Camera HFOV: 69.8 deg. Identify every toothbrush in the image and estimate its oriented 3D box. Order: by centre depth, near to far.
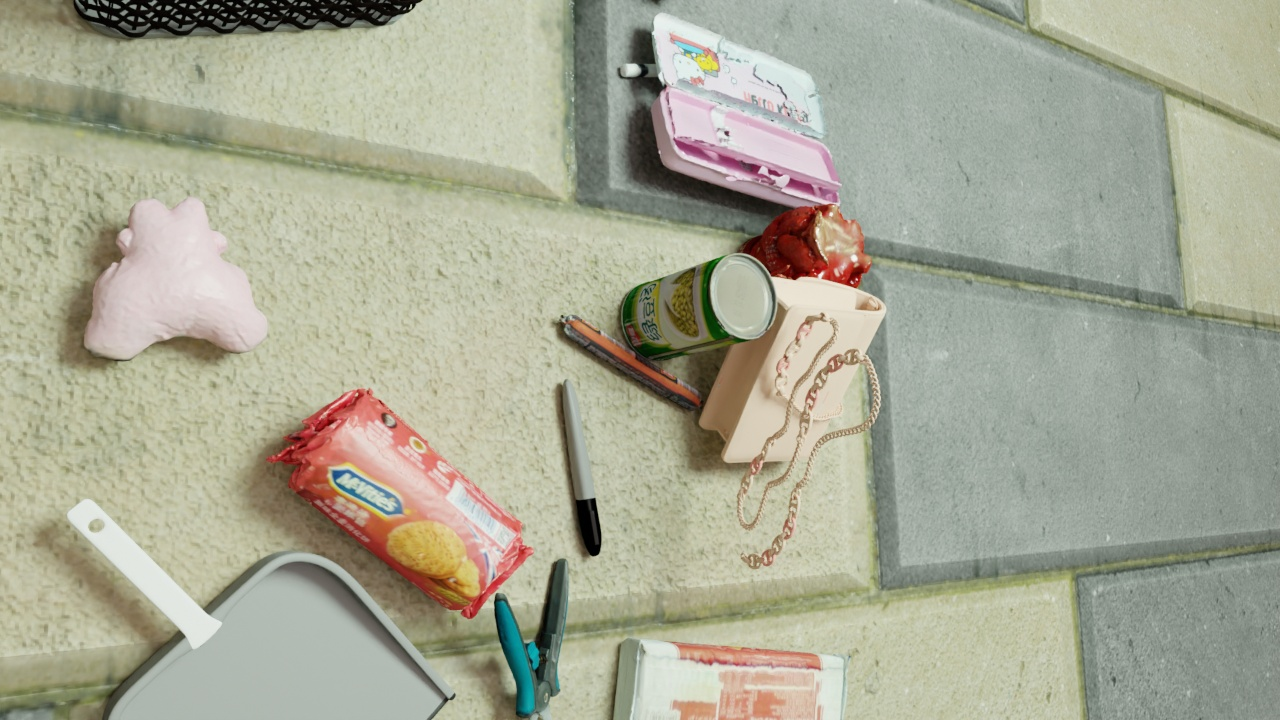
[{"bbox_3d":[0.058,-0.266,0.833,0.186,0.012,0.017,-13,77,-35],"label":"toothbrush"}]

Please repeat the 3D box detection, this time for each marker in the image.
[{"bbox_3d":[-0.045,0.082,0.705,0.016,0.022,0.138,-9,89,-20],"label":"marker"}]

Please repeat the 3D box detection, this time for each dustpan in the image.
[{"bbox_3d":[-0.243,0.181,0.548,0.162,0.033,0.257,-46,109,-30],"label":"dustpan"}]

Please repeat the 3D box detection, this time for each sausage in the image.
[{"bbox_3d":[-0.004,0.004,0.746,0.155,0.020,0.020,31,67,-27],"label":"sausage"}]

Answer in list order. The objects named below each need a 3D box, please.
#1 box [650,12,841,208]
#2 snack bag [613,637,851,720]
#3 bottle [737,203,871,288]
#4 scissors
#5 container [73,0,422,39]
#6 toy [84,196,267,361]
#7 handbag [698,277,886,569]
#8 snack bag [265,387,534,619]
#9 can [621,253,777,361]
[{"bbox_3d":[0.093,-0.214,0.818,0.201,0.041,0.153,9,61,-35],"label":"box"},{"bbox_3d":[0.080,0.274,0.753,0.225,0.041,0.077,16,75,-33],"label":"snack bag"},{"bbox_3d":[0.140,-0.082,0.800,0.098,0.111,0.099,6,79,-34],"label":"bottle"},{"bbox_3d":[-0.072,0.208,0.661,0.117,0.019,0.148,-54,137,-53],"label":"scissors"},{"bbox_3d":[-0.215,-0.341,0.515,0.245,0.244,0.247,-18,93,-35],"label":"container"},{"bbox_3d":[-0.277,-0.049,0.546,0.099,0.053,0.096,-6,93,-30],"label":"toy"},{"bbox_3d":[0.144,0.051,0.724,0.116,0.187,0.199,6,121,-28],"label":"handbag"},{"bbox_3d":[-0.151,0.092,0.602,0.176,0.082,0.082,46,61,-20],"label":"snack bag"},{"bbox_3d":[0.043,-0.040,0.722,0.067,0.121,0.067,6,79,-33],"label":"can"}]
